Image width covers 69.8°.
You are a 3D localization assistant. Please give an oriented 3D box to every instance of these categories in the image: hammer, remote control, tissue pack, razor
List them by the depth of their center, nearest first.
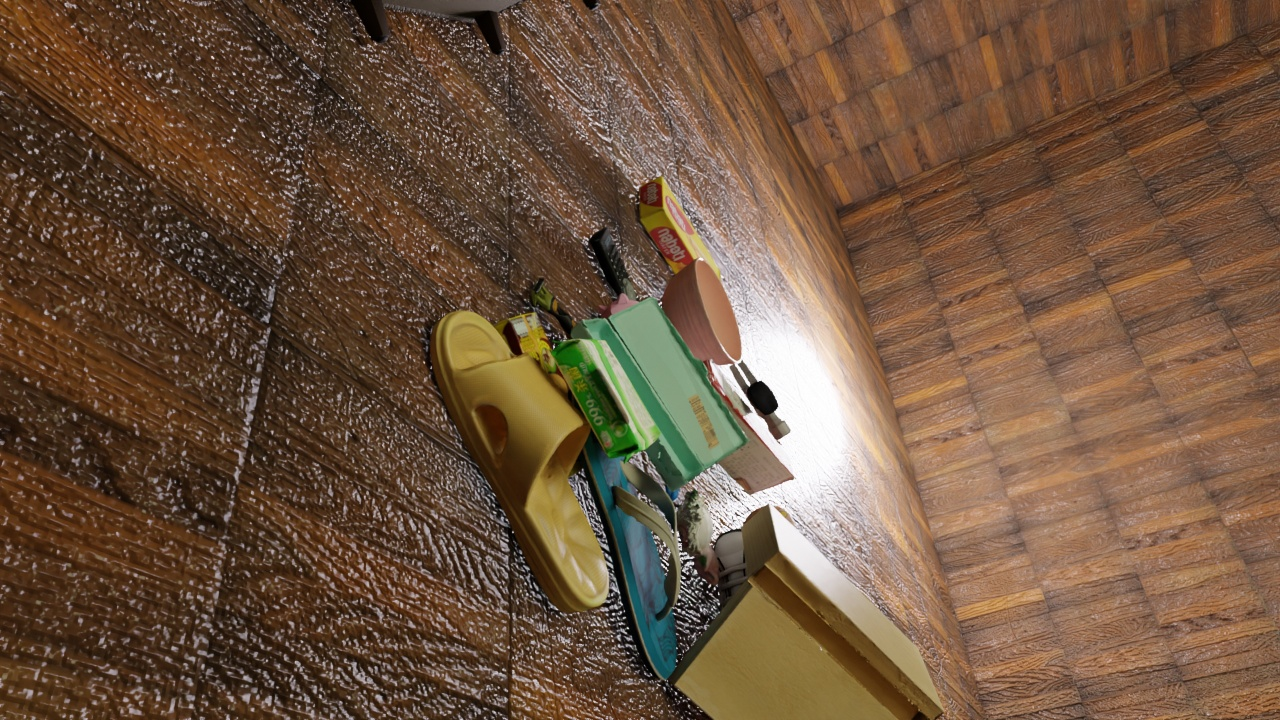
[{"bbox_3d":[-0.027,0.030,0.767,0.114,0.034,0.099,61,10,6],"label":"tissue pack"},{"bbox_3d":[-0.063,-0.017,0.916,0.144,0.021,0.044,57,15,-17],"label":"razor"},{"bbox_3d":[-0.024,-0.090,1.113,0.045,0.021,0.140,-71,140,-59],"label":"remote control"},{"bbox_3d":[0.175,0.058,1.319,0.139,0.035,0.312,57,4,5],"label":"hammer"}]

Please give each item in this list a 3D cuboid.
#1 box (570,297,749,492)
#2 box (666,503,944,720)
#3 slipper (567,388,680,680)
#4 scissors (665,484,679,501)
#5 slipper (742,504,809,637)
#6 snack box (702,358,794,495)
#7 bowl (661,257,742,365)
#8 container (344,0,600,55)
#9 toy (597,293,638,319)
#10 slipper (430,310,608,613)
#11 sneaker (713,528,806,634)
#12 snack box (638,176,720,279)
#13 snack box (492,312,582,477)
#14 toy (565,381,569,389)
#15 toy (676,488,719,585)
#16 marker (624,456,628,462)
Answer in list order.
[{"bbox_3d":[0.018,0.030,0.917,0.138,0.055,0.187,-20,77,-55],"label":"box"},{"bbox_3d":[0.182,0.306,0.933,0.247,0.119,0.251,43,51,-7],"label":"box"},{"bbox_3d":[0.003,0.147,0.840,0.118,0.060,0.295,-72,146,-74],"label":"slipper"},{"bbox_3d":[0.049,0.094,1.024,0.013,0.127,0.125,15,76,-19],"label":"scissors"},{"bbox_3d":[0.158,0.259,1.134,0.081,0.093,0.197,36,36,-38],"label":"slipper"},{"bbox_3d":[0.119,0.094,1.211,0.273,0.077,0.044,46,27,-44],"label":"snack box"},{"bbox_3d":[0.075,-0.056,1.246,0.153,0.076,0.152,52,26,-40],"label":"bowl"},{"bbox_3d":[-0.170,-0.414,0.853,0.205,0.177,0.320,69,20,-9],"label":"container"},{"bbox_3d":[-0.006,0.006,0.998,0.157,0.067,0.123,65,22,2],"label":"toy"},{"bbox_3d":[-0.077,0.073,0.736,0.263,0.078,0.099,67,18,-3],"label":"slipper"},{"bbox_3d":[0.119,0.304,1.007,0.097,0.091,0.245,13,58,-46],"label":"sneaker"},{"bbox_3d":[0.062,-0.171,1.375,0.201,0.042,0.092,53,24,-36],"label":"snack box"},{"bbox_3d":[-0.087,0.031,0.823,0.149,0.026,0.061,68,20,-2],"label":"snack box"},{"bbox_3d":[-0.041,0.056,0.890,0.065,0.050,0.102,-32,105,-74],"label":"toy"},{"bbox_3d":[0.064,0.199,1.017,0.095,0.041,0.109,31,43,-81],"label":"toy"},{"bbox_3d":[-0.039,0.045,0.943,0.018,0.015,0.134,-10,78,-38],"label":"marker"}]
